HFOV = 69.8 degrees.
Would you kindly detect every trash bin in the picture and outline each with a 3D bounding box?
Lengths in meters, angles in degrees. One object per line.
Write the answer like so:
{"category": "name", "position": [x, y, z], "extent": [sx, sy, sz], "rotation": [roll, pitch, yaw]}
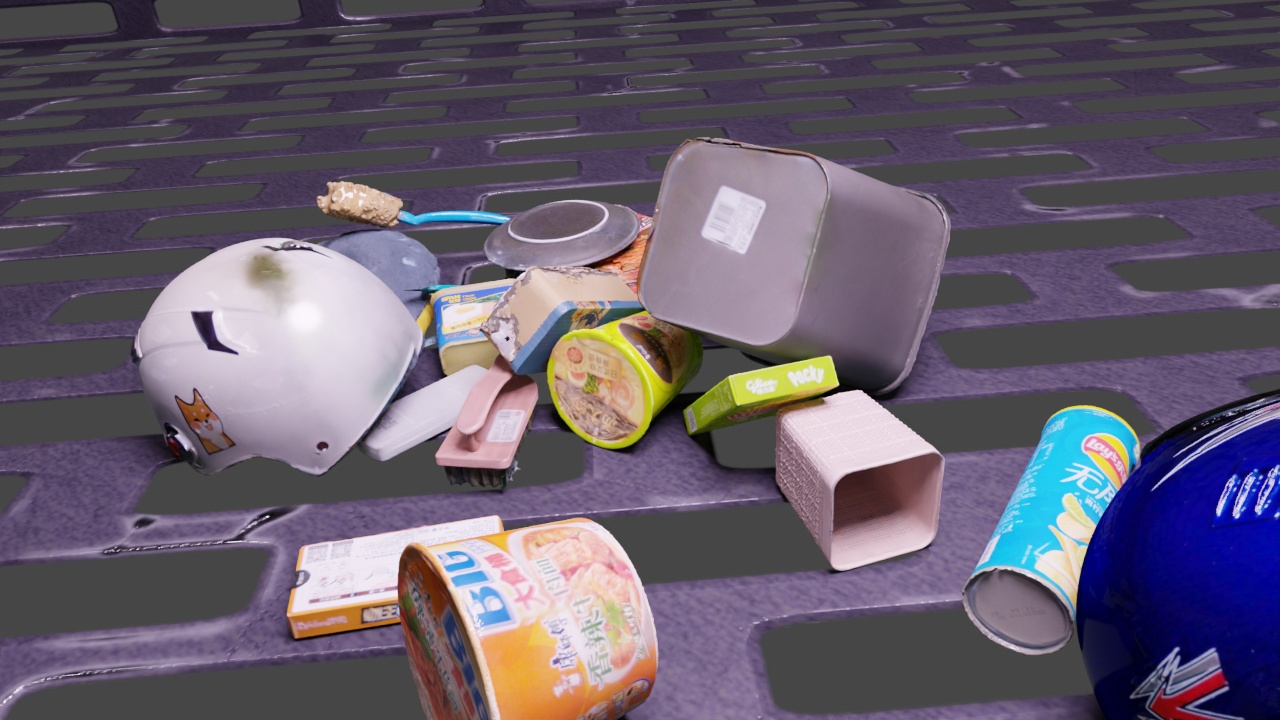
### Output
{"category": "trash bin", "position": [0.129, -0.087, 0.802], "extent": [0.199, 0.198, 0.219], "rotation": [18, 4, 35]}

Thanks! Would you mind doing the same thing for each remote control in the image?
{"category": "remote control", "position": [-0.197, 0.048, 0.863], "extent": [0.149, 0.021, 0.058], "rotation": [-28, 39, -35]}

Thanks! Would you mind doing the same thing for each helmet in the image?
{"category": "helmet", "position": [-0.343, -0.023, 0.824], "extent": [0.274, 0.157, 0.229], "rotation": [7, 48, 24]}
{"category": "helmet", "position": [0.383, 0.128, 0.458], "extent": [0.315, 0.241, 0.247], "rotation": [-15, 71, -5]}

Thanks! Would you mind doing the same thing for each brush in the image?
{"category": "brush", "position": [-0.245, -0.171, 1.071], "extent": [0.254, 0.046, 0.083], "rotation": [4, -1, -23]}
{"category": "brush", "position": [-0.128, 0.047, 0.810], "extent": [0.063, 0.073, 0.145], "rotation": [1, 30, 9]}

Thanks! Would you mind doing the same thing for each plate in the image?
{"category": "plate", "position": [-0.090, -0.149, 1.029], "extent": [0.179, 0.024, 0.179], "rotation": [-7, 33, 5]}

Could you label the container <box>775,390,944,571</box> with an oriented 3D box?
{"category": "container", "position": [0.161, 0.085, 0.706], "extent": [0.089, 0.090, 0.111], "rotation": [-12, 29, -13]}

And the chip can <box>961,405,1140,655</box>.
{"category": "chip can", "position": [0.300, 0.114, 0.659], "extent": [0.071, 0.071, 0.209], "rotation": [17, 38, 30]}

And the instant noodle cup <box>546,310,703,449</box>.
{"category": "instant noodle cup", "position": [-0.005, 0.005, 0.843], "extent": [0.112, 0.112, 0.123], "rotation": [16, 29, 29]}

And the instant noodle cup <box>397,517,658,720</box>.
{"category": "instant noodle cup", "position": [-0.067, 0.167, 0.549], "extent": [0.111, 0.152, 0.151], "rotation": [-13, 32, -30]}

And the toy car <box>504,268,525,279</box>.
{"category": "toy car", "position": [-0.147, -0.119, 1.115], "extent": [0.034, 0.043, 0.090], "rotation": [14, 27, -25]}

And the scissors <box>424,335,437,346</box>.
{"category": "scissors", "position": [-0.204, -0.033, 1.006], "extent": [0.137, 0.017, 0.073], "rotation": [-12, 33, -7]}

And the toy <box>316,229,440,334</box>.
{"category": "toy", "position": [-0.301, -0.088, 1.041], "extent": [0.137, 0.091, 0.356], "rotation": [-37, 39, -15]}

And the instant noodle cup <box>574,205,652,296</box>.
{"category": "instant noodle cup", "position": [-0.019, -0.106, 1.043], "extent": [0.189, 0.079, 0.164], "rotation": [22, 40, 37]}

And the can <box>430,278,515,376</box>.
{"category": "can", "position": [-0.161, -0.032, 0.944], "extent": [0.102, 0.057, 0.083], "rotation": [-9, 46, -9]}

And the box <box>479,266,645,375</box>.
{"category": "box", "position": [-0.064, -0.039, 0.871], "extent": [0.061, 0.090, 0.184], "rotation": [49, 25, 18]}

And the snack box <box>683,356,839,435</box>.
{"category": "snack box", "position": [0.094, 0.032, 0.763], "extent": [0.085, 0.026, 0.157], "rotation": [-12, -10, -14]}

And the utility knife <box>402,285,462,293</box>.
{"category": "utility knife", "position": [-0.198, -0.075, 1.004], "extent": [0.029, 0.013, 0.181], "rotation": [-7, 0, 25]}

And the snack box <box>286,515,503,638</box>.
{"category": "snack box", "position": [-0.176, 0.158, 0.677], "extent": [0.153, 0.026, 0.075], "rotation": [-8, 31, -7]}
